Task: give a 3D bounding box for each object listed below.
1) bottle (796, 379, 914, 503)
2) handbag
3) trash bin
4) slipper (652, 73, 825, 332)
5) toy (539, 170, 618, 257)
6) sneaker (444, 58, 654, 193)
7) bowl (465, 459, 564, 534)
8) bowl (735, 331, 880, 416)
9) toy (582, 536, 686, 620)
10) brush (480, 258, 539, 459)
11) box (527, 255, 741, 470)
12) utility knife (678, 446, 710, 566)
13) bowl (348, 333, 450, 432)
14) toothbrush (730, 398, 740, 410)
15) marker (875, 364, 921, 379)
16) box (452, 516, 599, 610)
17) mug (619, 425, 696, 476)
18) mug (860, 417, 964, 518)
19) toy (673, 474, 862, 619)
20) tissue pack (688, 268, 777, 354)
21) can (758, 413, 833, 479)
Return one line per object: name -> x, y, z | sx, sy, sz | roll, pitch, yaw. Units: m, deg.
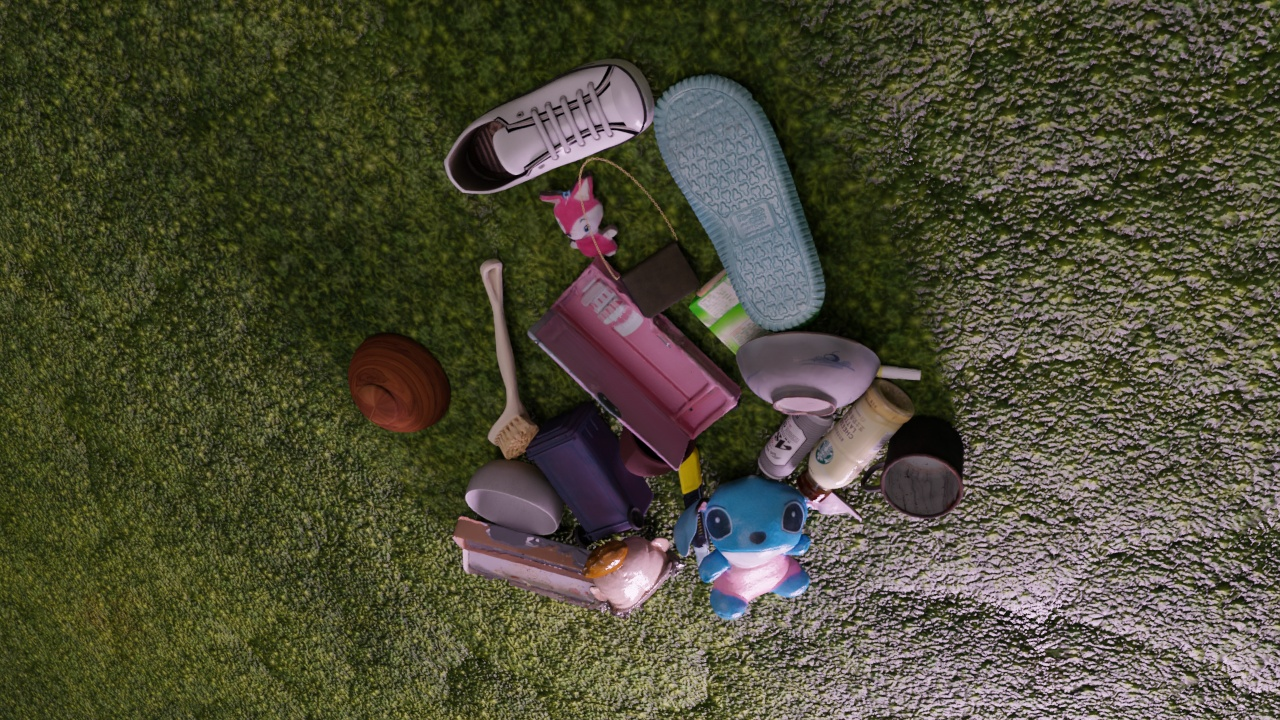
bottle -> 0.236, 0.095, 1.030 | 0.056, 0.056, 0.162 | 34, 122, 0
handbag -> -0.010, -0.138, 0.999 | 0.084, 0.027, 0.178 | -33, 100, -4
trash bin -> -0.065, 0.143, 1.165 | 0.094, 0.092, 0.161 | -25, 107, 32
slipper -> 0.108, -0.160, 0.928 | 0.116, 0.069, 0.276 | -22, 96, 27
toy -> -0.064, -0.152, 1.016 | 0.066, 0.050, 0.102 | -19, 116, 25
sneaker -> -0.106, -0.234, 0.951 | 0.246, 0.097, 0.091 | -11, 115, 28
bowl -> -0.163, 0.176, 1.230 | 0.132, 0.064, 0.132 | 14, 150, 8
bowl -> 0.175, 0.024, 0.970 | 0.151, 0.056, 0.151 | 6, 159, 2
toy -> -0.022, 0.272, 1.201 | 0.076, 0.132, 0.176 | 45, 177, 36
brush -> -0.170, 0.003, 1.149 | 0.077, 0.061, 0.273 | 15, 121, 32
box -> -0.008, 0.008, 1.031 | 0.232, 0.114, 0.099 | 44, 126, -6
utility knife -> 0.071, 0.193, 1.186 | 0.029, 0.020, 0.198 | 3, 119, 22
bowl -> -0.336, 0.043, 1.228 | 0.147, 0.068, 0.147 | 10, 123, 16
toothbrush -> 0.030, 0.041, 1.114 | 0.188, 0.014, 0.017 | 7, 130, 18
marker -> 0.240, 0.009, 1.010 | 0.132, 0.014, 0.014 | 6, 121, 19
box -> -0.155, 0.289, 1.305 | 0.216, 0.063, 0.157 | 13, 135, 8
mug -> 0.005, 0.094, 1.127 | 0.114, 0.087, 0.089 | 61, 147, 17
mug -> 0.298, 0.118, 1.010 | 0.111, 0.081, 0.085 | -15, 113, 29
toy -> 0.154, 0.224, 1.129 | 0.224, 0.098, 0.192 | -10, 121, -4
tissue pack -> 0.119, -0.063, 1.003 | 0.099, 0.034, 0.114 | 45, 124, -7
can -> 0.179, 0.090, 1.065 | 0.044, 0.043, 0.107 | 32, 126, 1
